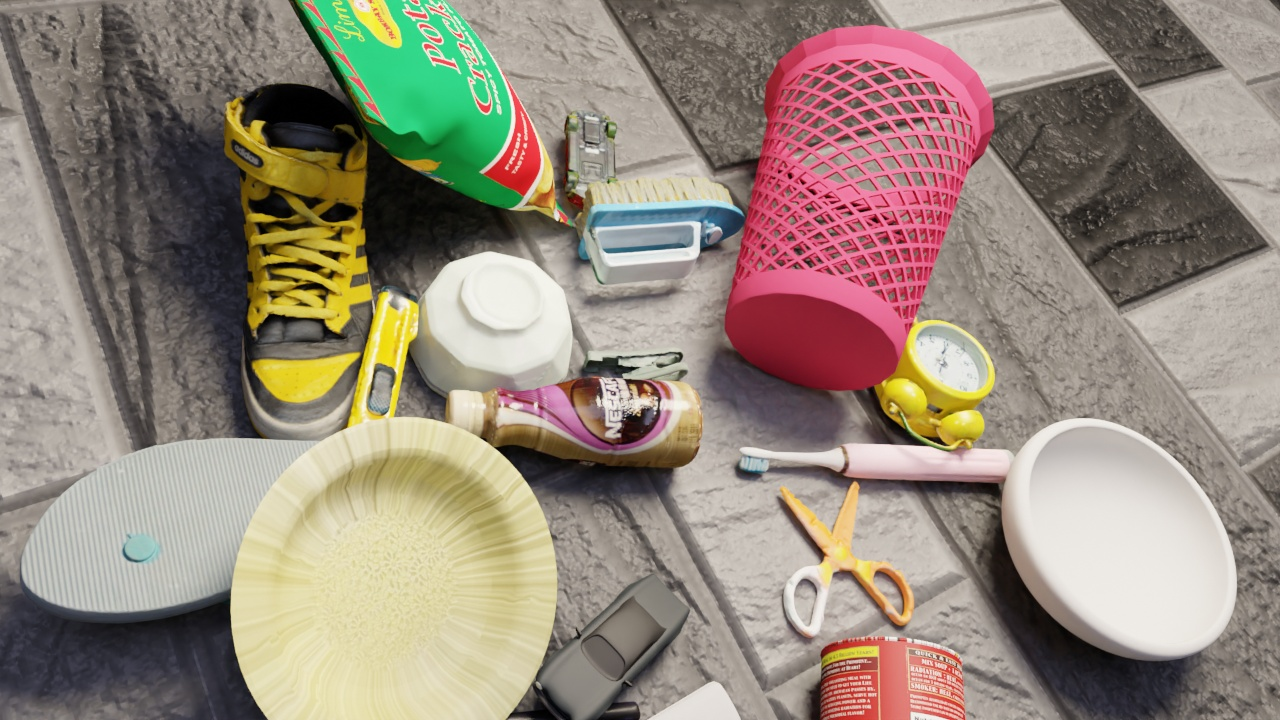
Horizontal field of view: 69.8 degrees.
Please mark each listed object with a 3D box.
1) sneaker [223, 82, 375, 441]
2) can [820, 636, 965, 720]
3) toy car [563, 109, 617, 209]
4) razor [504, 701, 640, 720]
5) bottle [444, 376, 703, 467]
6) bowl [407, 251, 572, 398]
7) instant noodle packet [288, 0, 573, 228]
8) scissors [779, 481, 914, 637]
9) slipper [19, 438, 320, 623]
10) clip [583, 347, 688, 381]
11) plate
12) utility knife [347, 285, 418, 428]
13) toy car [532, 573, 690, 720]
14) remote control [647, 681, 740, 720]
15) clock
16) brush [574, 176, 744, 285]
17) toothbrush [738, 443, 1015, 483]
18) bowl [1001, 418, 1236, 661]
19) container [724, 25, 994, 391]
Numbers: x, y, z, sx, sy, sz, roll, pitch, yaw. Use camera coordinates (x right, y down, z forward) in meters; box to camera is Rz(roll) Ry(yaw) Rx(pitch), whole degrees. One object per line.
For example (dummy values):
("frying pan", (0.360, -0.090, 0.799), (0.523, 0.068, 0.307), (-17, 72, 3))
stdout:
("sneaker", (-0.214, -0.072, 0.583), (0.086, 0.122, 0.238), (-3, 61, -18))
("can", (0.148, 0.234, 0.541), (0.086, 0.087, 0.116), (14, 57, -10))
("toy car", (-0.042, -0.161, 0.741), (0.042, 0.036, 0.091), (5, 59, -16))
("razor", (-0.069, 0.208, 0.525), (0.144, 0.022, 0.042), (0, 62, -18))
("bottle", (-0.044, 0.039, 0.608), (0.166, 0.060, 0.059), (4, 60, -17))
("bowl", (-0.098, -0.029, 0.631), (0.117, 0.061, 0.117), (8, 58, -13))
("instant noodle packet", (-0.150, -0.196, 0.639), (0.090, 0.252, 0.195), (-38, 72, 14))
("scissors", (0.134, 0.140, 0.637), (0.127, 0.011, 0.125), (-33, 75, -31))
("slipper", (-0.205, 0.091, 0.541), (0.268, 0.055, 0.098), (-7, 60, -34))
("clip", (-0.005, 0.001, 0.667), (0.078, 0.023, 0.050), (-23, 71, -26))
("plate", (-0.133, 0.126, 0.505), (0.184, 0.036, 0.184), (11, 72, -37))
("utility knife", (-0.162, 0.031, 0.564), (0.030, 0.018, 0.190), (18, 56, -23))
("toy car", (-0.015, 0.171, 0.546), (0.046, 0.034, 0.111), (43, 44, 14))
("remote control", (0.001, 0.233, 0.538), (0.130, 0.012, 0.033), (-21, 69, -27))
("clock", (0.224, 0.023, 0.706), (0.083, 0.057, 0.118), (24, 50, -4))
("brush", (0.022, -0.100, 0.714), (0.135, 0.056, 0.075), (-8, 59, -22))
("toothbrush", (0.177, 0.075, 0.681), (0.222, 0.027, 0.026), (4, 93, -15))
("bowl", (0.335, 0.134, 0.672), (0.176, 0.066, 0.176), (8, 59, -13))
("container", (0.155, -0.104, 0.702), (0.183, 0.184, 0.225), (23, 64, -4))
